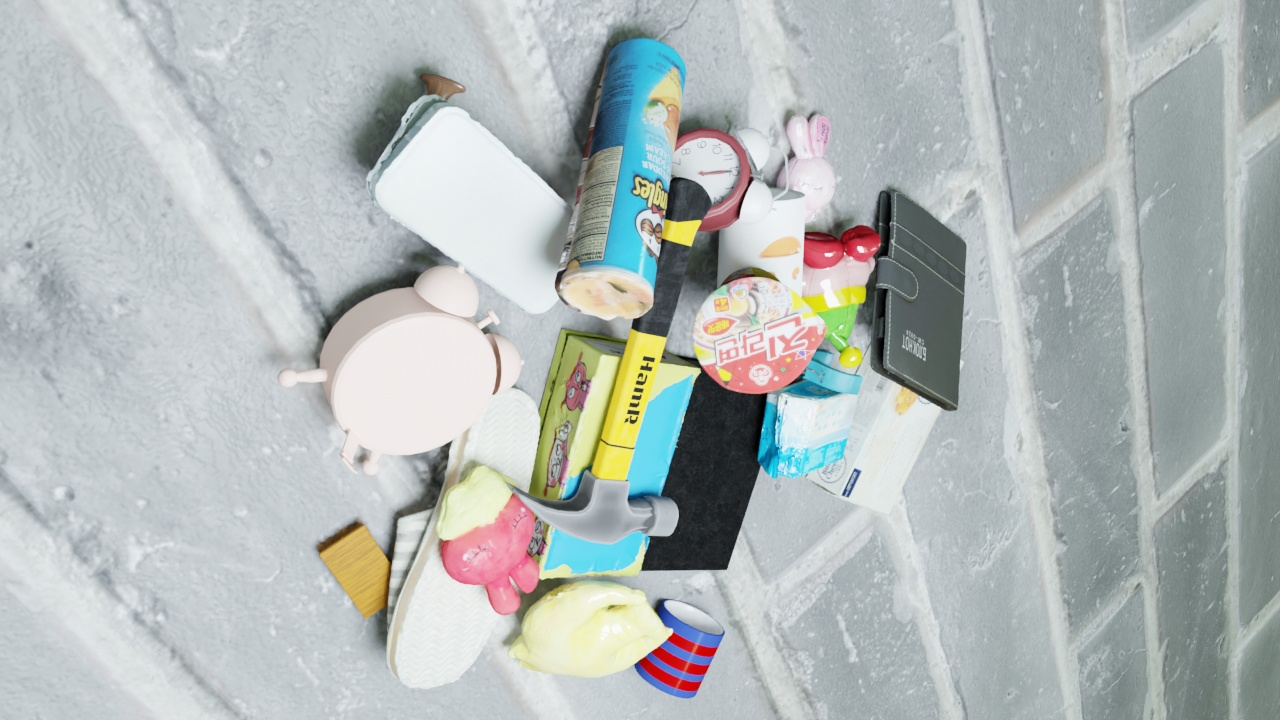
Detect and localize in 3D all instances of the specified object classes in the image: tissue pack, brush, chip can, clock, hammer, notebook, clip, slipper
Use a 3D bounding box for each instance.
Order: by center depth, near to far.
[{"bbox_3d":[-0.176,0.014,0.722,0.160,0.086,0.131,-39,135,-13],"label":"clock"},{"bbox_3d":[-0.013,-0.147,0.735,0.079,0.080,0.229,29,59,-37],"label":"chip can"},{"bbox_3d":[-0.005,0.005,0.782,0.169,0.034,0.325,10,101,-35],"label":"hammer"},{"bbox_3d":[-0.234,0.197,0.804,0.048,0.017,0.126,-34,123,-19],"label":"brush"},{"bbox_3d":[-0.158,0.153,0.814,0.114,0.054,0.272,20,87,-42],"label":"slipper"},{"bbox_3d":[0.068,-0.161,0.815,0.044,0.125,0.087,35,52,-74],"label":"clock"},{"bbox_3d":[0.060,0.115,0.969,0.169,0.019,0.231,9,102,-37],"label":"notebook"},{"bbox_3d":[0.185,0.010,0.971,0.120,0.118,0.033,-1,116,-46],"label":"clip"},{"bbox_3d":[0.179,0.068,0.989,0.144,0.062,0.093,-11,117,-52],"label":"tissue pack"},{"bbox_3d":[0.308,-0.066,1.007,0.169,0.030,0.208,23,65,-39],"label":"notebook"}]

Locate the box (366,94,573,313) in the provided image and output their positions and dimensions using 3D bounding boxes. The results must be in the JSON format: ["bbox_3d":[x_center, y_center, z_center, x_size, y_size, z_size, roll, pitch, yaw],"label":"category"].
[{"bbox_3d":[-0.113,-0.115,0.713,0.118,0.063,0.213,-55,146,-3],"label":"box"}]

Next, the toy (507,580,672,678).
[{"bbox_3d":[-0.054,0.265,0.896,0.155,0.064,0.170,-19,140,8],"label":"toy"}]

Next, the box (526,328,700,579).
[{"bbox_3d":[-0.038,0.092,0.861,0.124,0.079,0.221,6,106,-36],"label":"box"}]

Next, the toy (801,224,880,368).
[{"bbox_3d":[0.194,-0.065,0.945,0.124,0.097,0.132,-11,125,-26],"label":"toy"}]

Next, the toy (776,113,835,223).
[{"bbox_3d":[0.166,-0.188,0.907,0.063,0.047,0.110,-17,113,-37],"label":"toy"}]

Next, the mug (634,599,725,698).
[{"bbox_3d":[0.050,0.314,1.011,0.111,0.075,0.076,17,98,-64],"label":"mug"}]

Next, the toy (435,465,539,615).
[{"bbox_3d":[-0.126,0.154,0.778,0.091,0.045,0.135,-33,116,-33],"label":"toy"}]

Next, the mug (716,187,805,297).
[{"bbox_3d":[0.116,-0.108,0.881,0.082,0.082,0.105,-12,113,-30],"label":"mug"}]

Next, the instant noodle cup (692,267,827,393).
[{"bbox_3d":[0.096,-0.037,0.803,0.100,0.112,0.100,1,109,3],"label":"instant noodle cup"}]

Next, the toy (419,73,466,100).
[{"bbox_3d":[-0.160,-0.160,0.702,0.102,0.042,0.054,-70,160,-3],"label":"toy"}]

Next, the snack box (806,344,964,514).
[{"bbox_3d":[0.288,0.070,1.078,0.104,0.057,0.208,22,95,-38],"label":"snack box"}]
